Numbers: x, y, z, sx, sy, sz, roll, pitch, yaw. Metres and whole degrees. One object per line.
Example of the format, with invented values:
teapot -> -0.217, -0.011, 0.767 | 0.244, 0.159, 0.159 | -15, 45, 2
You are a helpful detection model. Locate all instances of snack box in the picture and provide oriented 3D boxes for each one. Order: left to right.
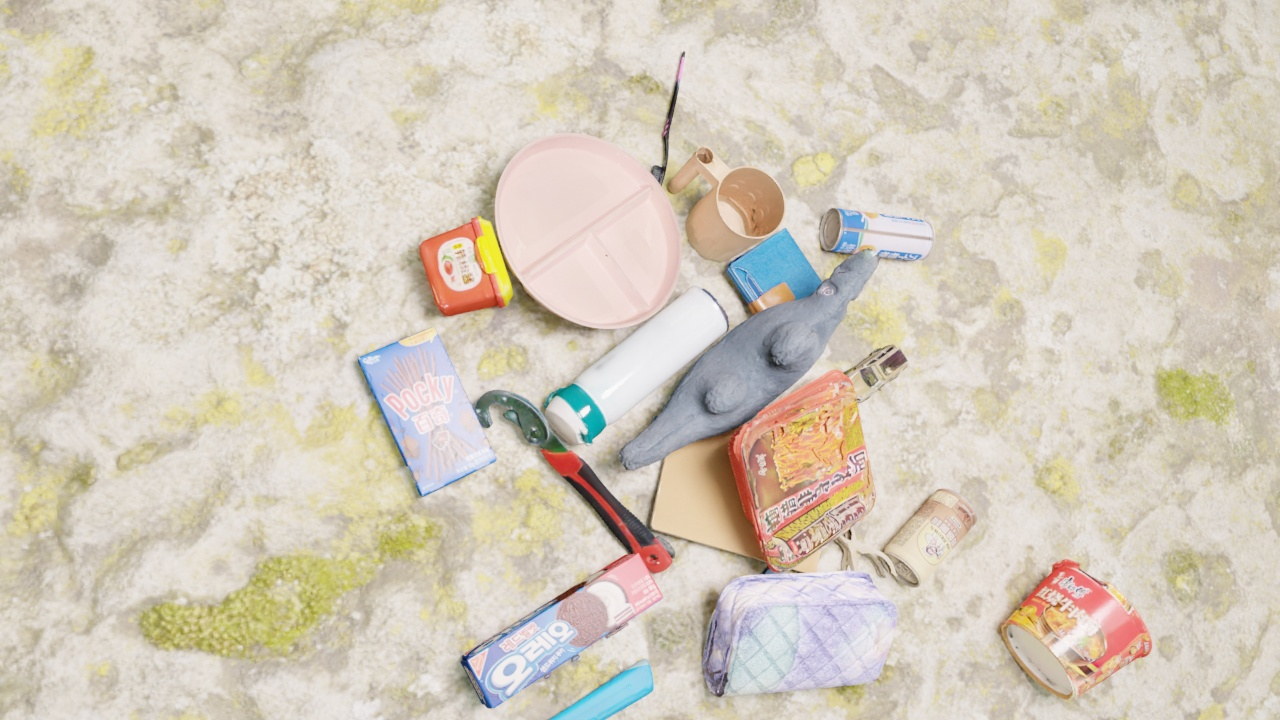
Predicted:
snack box -> -0.220, 0.052, 0.946 | 0.084, 0.026, 0.157 | -25, 89, -20
snack box -> -0.183, -0.094, 0.962 | 0.080, 0.082, 0.091 | -18, 85, -7
snack box -> -0.079, 0.273, 0.936 | 0.207, 0.057, 0.058 | -28, 87, -20

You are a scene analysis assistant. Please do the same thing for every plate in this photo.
plate -> -0.057, -0.141, 1.011 | 0.229, 0.028, 0.229 | 10, 70, -28

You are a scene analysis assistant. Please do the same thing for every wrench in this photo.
wrench -> -0.066, 0.128, 0.975 | 0.273, 0.016, 0.056 | 44, 113, -7

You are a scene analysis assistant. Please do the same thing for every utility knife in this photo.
utility knife -> -0.071, 0.371, 0.941 | 0.198, 0.018, 0.034 | -25, 77, -20

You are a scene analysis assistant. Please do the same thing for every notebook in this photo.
notebook -> 0.120, 0.146, 1.042 | 0.207, 0.008, 0.147 | 18, 69, -15

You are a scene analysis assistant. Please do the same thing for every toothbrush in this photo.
toothbrush -> -0.032, 0.153, 0.995 | 0.189, 0.017, 0.014 | 42, 60, -5
toothbrush -> 0.033, -0.289, 1.098 | 0.018, 0.014, 0.189 | 11, 76, -3

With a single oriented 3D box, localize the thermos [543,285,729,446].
thermos -> -0.006, 0.006, 1.005 | 0.223, 0.073, 0.073 | -38, 93, -20

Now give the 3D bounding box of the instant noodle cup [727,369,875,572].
instant noodle cup -> 0.168, 0.114, 0.998 | 0.164, 0.079, 0.189 | -26, 114, -25

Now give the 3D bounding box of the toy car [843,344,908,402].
toy car -> 0.283, 0.016, 1.113 | 0.090, 0.035, 0.042 | -33, 90, -18

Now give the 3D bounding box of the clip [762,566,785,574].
clip -> 0.162, 0.256, 1.037 | 0.025, 0.031, 0.057 | -32, 87, -25

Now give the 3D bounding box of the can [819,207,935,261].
can -> 0.294, -0.155, 1.136 | 0.134, 0.053, 0.053 | 4, 79, -17

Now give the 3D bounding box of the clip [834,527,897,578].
clip -> 0.243, 0.232, 1.060 | 0.103, 0.035, 0.092 | 38, 70, -4

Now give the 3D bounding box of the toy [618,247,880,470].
toy -> 0.120, 0.006, 1.001 | 0.356, 0.138, 0.091 | -39, 81, -6

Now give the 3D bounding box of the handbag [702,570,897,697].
handbag -> 0.171, 0.295, 0.989 | 0.193, 0.075, 0.134 | 3, 111, -17

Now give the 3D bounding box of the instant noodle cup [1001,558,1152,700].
instant noodle cup -> 0.506, 0.324, 1.082 | 0.108, 0.138, 0.138 | -34, 92, -12

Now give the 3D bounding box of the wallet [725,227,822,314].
wallet -> 0.172, -0.081, 1.094 | 0.106, 0.040, 0.133 | -35, 91, -25

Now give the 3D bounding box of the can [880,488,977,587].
can -> 0.341, 0.208, 1.083 | 0.116, 0.059, 0.058 | -41, 94, -20

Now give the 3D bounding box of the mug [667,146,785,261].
mug -> 0.091, -0.178, 1.048 | 0.124, 0.104, 0.084 | 43, 70, -6
